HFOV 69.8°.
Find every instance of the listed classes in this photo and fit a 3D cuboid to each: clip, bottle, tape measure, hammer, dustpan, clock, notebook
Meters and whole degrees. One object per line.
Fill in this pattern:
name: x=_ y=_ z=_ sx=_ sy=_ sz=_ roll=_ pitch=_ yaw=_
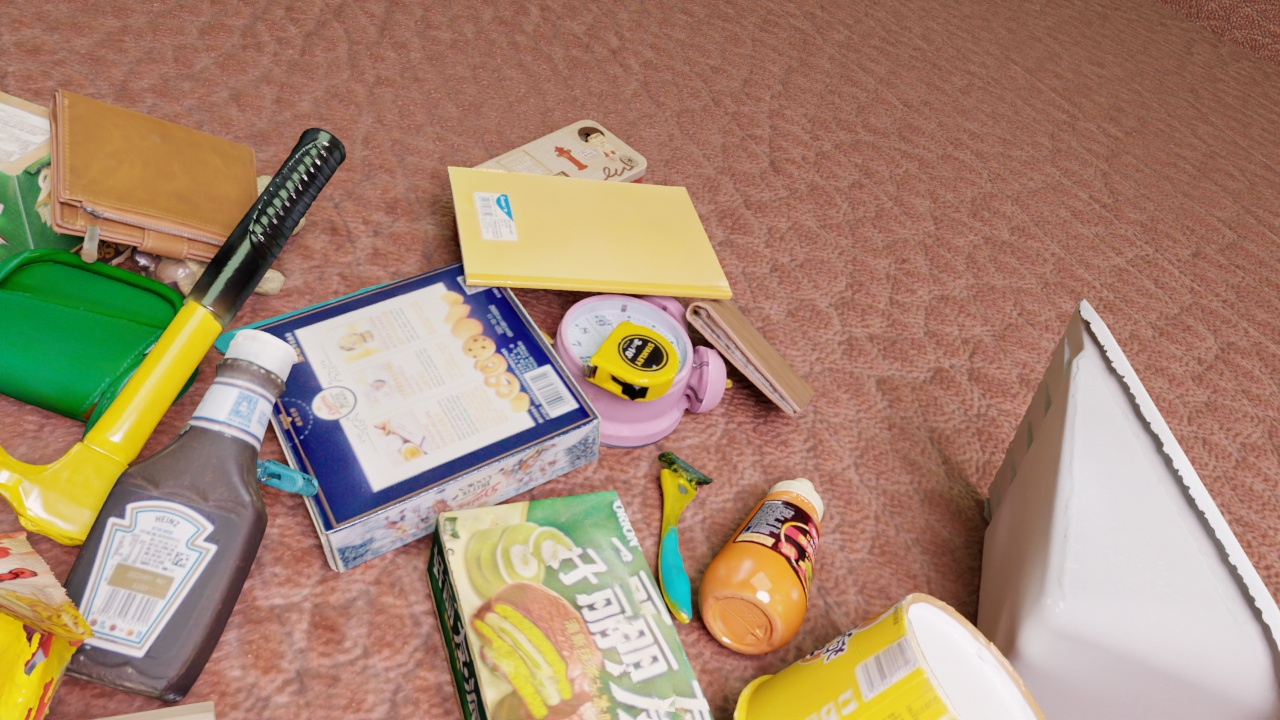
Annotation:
clip: x=-0.209 y=0.066 z=0.529 sx=0.057 sy=0.047 sz=0.014 roll=10 pitch=80 yaw=31
bottle: x=0.088 y=0.124 z=0.603 sx=0.067 sy=0.067 sz=0.149 roll=28 pitch=35 yaw=10
tape measure: x=-0.004 y=0.004 z=0.630 sx=0.057 sy=0.029 sz=0.059 roll=26 pitch=43 yaw=8
hammer: x=-0.264 y=-0.027 z=0.557 sx=0.128 sy=0.033 sz=0.299 roll=39 pitch=57 yaw=-28
bottle: x=-0.238 y=0.075 z=0.490 sx=0.080 sy=0.044 sz=0.194 roll=16 pitch=65 yaw=-3
dustpan: x=0.289 y=0.141 z=0.542 sx=0.143 sy=0.223 sz=0.257 roll=15 pitch=51 yaw=14
clock: x=0.000 y=0.001 z=0.700 sx=0.158 sy=0.060 sz=0.117 roll=-11 pitch=50 yaw=-31
notebook: x=-0.042 y=-0.102 z=0.721 sx=0.206 sy=0.010 sz=0.145 roll=1 pitch=44 yaw=-20

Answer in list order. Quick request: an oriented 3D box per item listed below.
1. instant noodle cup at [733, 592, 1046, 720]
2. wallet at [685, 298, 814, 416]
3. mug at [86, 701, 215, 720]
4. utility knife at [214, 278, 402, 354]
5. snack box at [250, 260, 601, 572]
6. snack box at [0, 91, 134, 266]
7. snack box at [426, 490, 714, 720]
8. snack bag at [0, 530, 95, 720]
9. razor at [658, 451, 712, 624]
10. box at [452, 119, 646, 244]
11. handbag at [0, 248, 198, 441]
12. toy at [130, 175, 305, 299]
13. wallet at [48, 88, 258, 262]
instant noodle cup: x=0.133 y=0.193 z=0.465 sx=0.138 sy=0.110 sz=0.137 roll=36 pitch=23 yaw=-18
wallet: x=0.090 y=-0.006 z=0.723 sx=0.115 sy=0.020 sz=0.101 roll=47 pitch=17 yaw=8
mug: x=-0.231 y=0.213 z=0.381 sx=0.103 sy=0.084 sz=0.124 roll=-3 pitch=70 yaw=-24
utility knife: x=-0.241 y=-0.033 z=0.685 sx=0.151 sy=0.013 sz=0.029 roll=-23 pitch=53 yaw=-34
snack box: x=-0.147 y=0.023 z=0.609 sx=0.182 sy=0.046 sz=0.178 roll=-22 pitch=54 yaw=-22
snack box: x=-0.432 y=-0.117 z=0.635 sx=0.117 sy=0.106 sz=0.118 roll=19 pitch=40 yaw=2
snack box: x=-0.032 y=0.184 z=0.486 sx=0.114 sy=0.063 sz=0.240 roll=-4 pitch=46 yaw=-26
snack bag: x=-0.315 y=0.120 z=0.392 sx=0.128 sy=0.073 sz=0.208 roll=-27 pitch=20 yaw=-39
razor: x=0.025 y=0.119 z=0.605 sx=0.043 sy=0.028 sz=0.132 roll=38 pitch=31 yaw=-26
box: x=-0.082 y=-0.139 z=0.817 sx=0.091 sy=0.081 sz=0.167 roll=40 pitch=52 yaw=21
handbag: x=-0.357 y=-0.003 z=0.576 sx=0.131 sy=0.068 sz=0.119 roll=20 pitch=50 yaw=-1
toy: x=-0.313 y=-0.091 z=0.692 sx=0.105 sy=0.066 sz=0.156 roll=57 pitch=32 yaw=-21
wallet: x=-0.321 y=-0.114 z=0.617 sx=0.130 sy=0.035 sz=0.119 roll=12 pitch=58 yaw=-47
